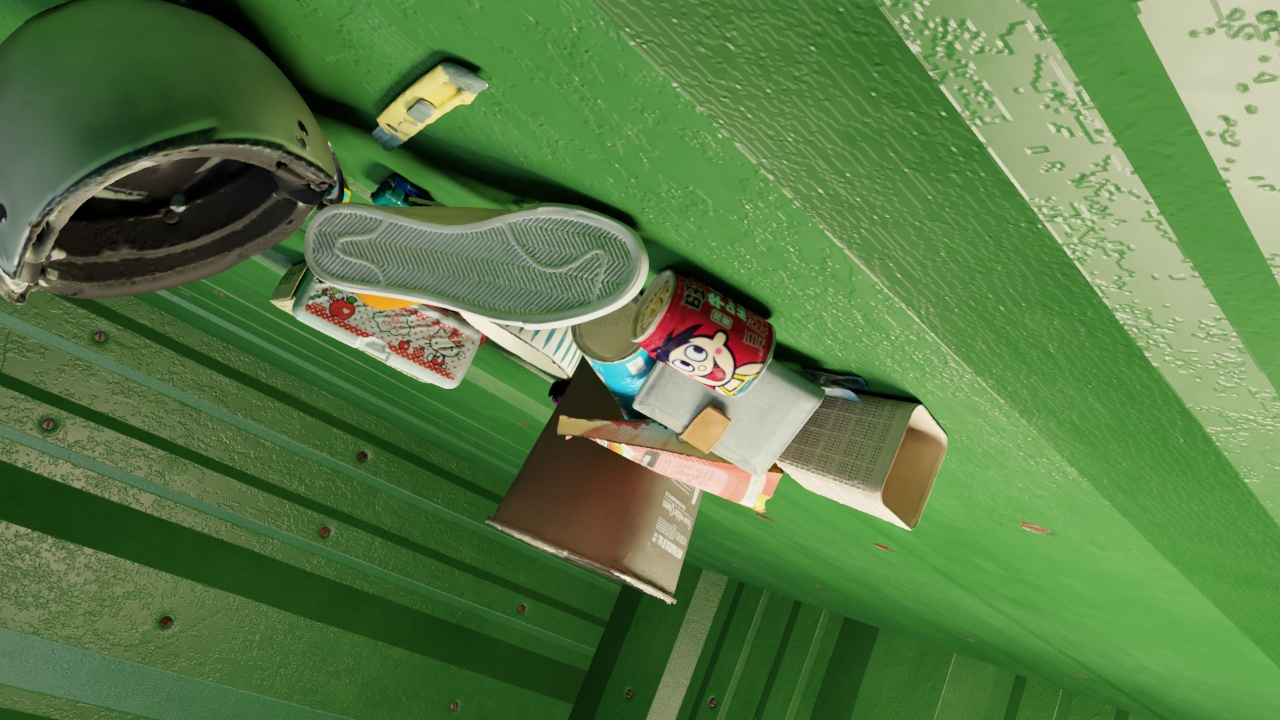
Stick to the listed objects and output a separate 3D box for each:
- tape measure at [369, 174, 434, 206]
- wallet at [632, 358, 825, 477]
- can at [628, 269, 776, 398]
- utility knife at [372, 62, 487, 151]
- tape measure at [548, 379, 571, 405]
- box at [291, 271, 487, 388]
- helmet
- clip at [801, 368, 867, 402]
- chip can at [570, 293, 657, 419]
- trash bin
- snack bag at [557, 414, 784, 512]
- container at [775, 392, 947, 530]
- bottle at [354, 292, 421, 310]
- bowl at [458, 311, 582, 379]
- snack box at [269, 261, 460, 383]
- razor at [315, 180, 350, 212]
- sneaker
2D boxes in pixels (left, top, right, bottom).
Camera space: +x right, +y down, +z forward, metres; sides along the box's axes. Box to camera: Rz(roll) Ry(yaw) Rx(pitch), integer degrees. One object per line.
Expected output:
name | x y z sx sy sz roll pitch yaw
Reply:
tape measure | -0.194 -0.127 0.758 0.054 0.025 0.058 31 164 -26
wallet | 0.070 0.033 0.764 0.129 0.107 0.036 31 -152 -2
can | 0.045 -0.021 0.688 0.093 0.066 0.067 28 165 -18
utility knife | -0.142 -0.161 0.590 0.031 0.019 0.183 37 165 -26
tape measure | -0.087 0.051 1.201 0.057 0.039 0.058 34 162 -36
box | -0.280 -0.043 1.047 0.201 0.100 0.094 25 165 -4
helmet | -0.328 -0.143 0.604 0.274 0.229 0.157 -6 105 69
clip | 0.157 0.021 0.761 0.058 0.037 0.026 13 165 37
chip can | -0.005 0.005 0.850 0.071 0.071 0.210 19 164 18
trash bin | -0.024 0.136 1.052 0.199 0.219 0.199 17 164 27
snack bag | 0.026 0.085 0.867 0.208 0.073 0.128 13 174 0
container | 0.187 0.079 0.791 0.111 0.089 0.090 14 163 41
bottle | -0.216 -0.082 0.890 0.150 0.066 0.066 2 156 37
bowl | -0.097 -0.040 0.822 0.116 0.066 0.116 30 169 6
snack box | -0.359 -0.047 1.222 0.240 0.063 0.115 31 164 -30
razor | -0.270 -0.143 0.808 0.043 0.028 0.133 57 163 -5
sneaker | -0.113 -0.071 0.670 0.242 0.089 0.090 6 -178 7
